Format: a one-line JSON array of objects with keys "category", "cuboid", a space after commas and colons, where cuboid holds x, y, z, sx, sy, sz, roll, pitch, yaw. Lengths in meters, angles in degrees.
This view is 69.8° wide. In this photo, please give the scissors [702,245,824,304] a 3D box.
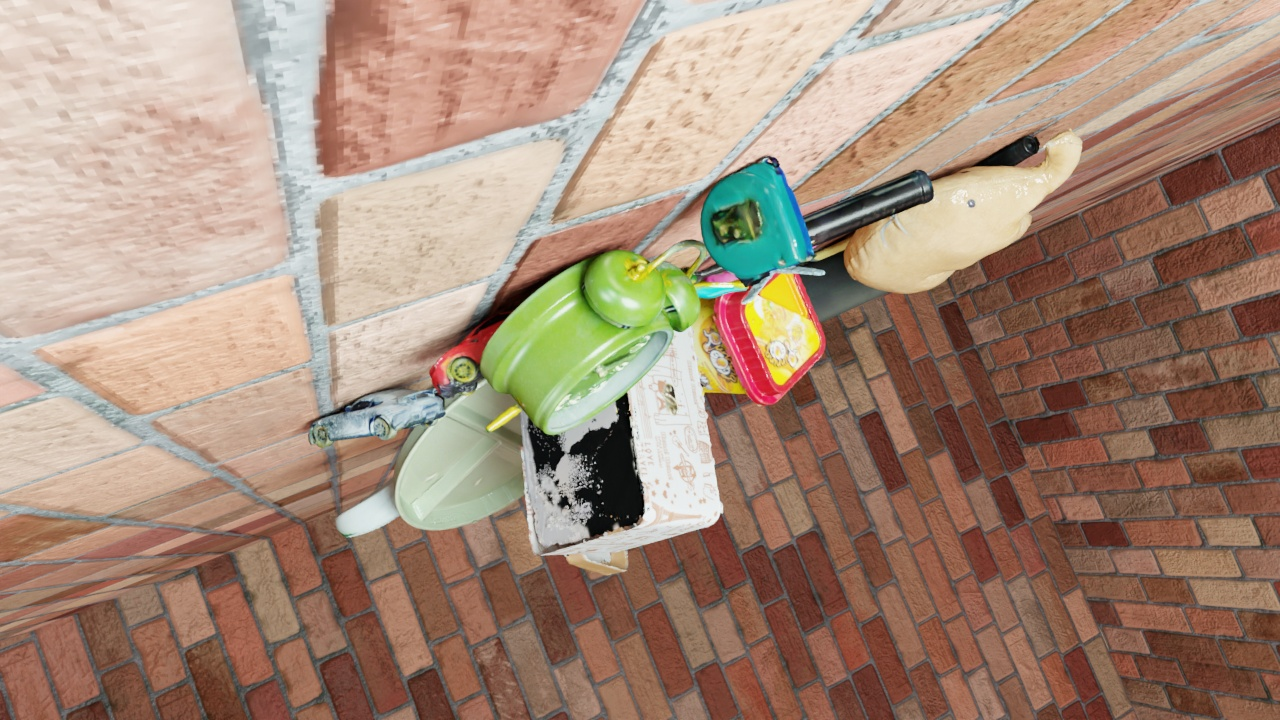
[{"category": "scissors", "cuboid": [0.096, -0.072, 0.723, 0.132, 0.017, 0.133, -8, -155, 32]}]

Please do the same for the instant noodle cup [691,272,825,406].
[{"category": "instant noodle cup", "cuboid": [0.088, -0.023, 0.863, 0.124, 0.116, 0.115, -9, -157, 47]}]

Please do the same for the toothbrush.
[{"category": "toothbrush", "cuboid": [0.120, -0.096, 0.703, 0.212, 0.027, 0.026, -21, 132, 1]}]

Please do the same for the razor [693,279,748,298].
[{"category": "razor", "cuboid": [0.027, -0.049, 0.783, 0.132, 0.028, 0.043, -18, -169, 5]}]

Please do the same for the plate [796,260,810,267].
[{"category": "plate", "cuboid": [0.196, -0.097, 1.117, 0.179, 0.024, 0.179, -22, 177, -1]}]

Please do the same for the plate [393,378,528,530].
[{"category": "plate", "cuboid": [-0.132, 0.072, 0.863, 0.229, 0.027, 0.231, -34, 153, -20]}]

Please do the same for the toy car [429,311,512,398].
[{"category": "toy car", "cuboid": [-0.090, -0.013, 0.599, 0.106, 0.031, 0.049, -33, 176, -15]}]

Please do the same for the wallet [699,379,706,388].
[{"category": "wallet", "cuboid": [-0.005, 0.005, 0.864, 0.096, 0.020, 0.122, 27, 168, -23]}]

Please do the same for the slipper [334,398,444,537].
[{"category": "slipper", "cuboid": [-0.208, 0.083, 0.925, 0.245, 0.074, 0.104, -39, -174, -19]}]

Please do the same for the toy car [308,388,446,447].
[{"category": "toy car", "cuboid": [-0.207, 0.044, 0.715, 0.121, 0.037, 0.054, -13, -178, 31]}]

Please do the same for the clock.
[{"category": "clock", "cuboid": [-0.023, -0.018, 0.557, 0.161, 0.056, 0.116, -44, 166, 17]}]

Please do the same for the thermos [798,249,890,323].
[{"category": "thermos", "cuboid": [0.199, -0.072, 1.025, 0.243, 0.068, 0.090, -25, 150, 20]}]

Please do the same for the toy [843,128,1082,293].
[{"category": "toy", "cuboid": [0.269, -0.121, 0.788, 0.143, 0.082, 0.227, -10, 167, -26]}]

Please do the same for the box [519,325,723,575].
[{"category": "box", "cuboid": [-0.035, 0.068, 0.727, 0.132, 0.179, 0.272, -3, 161, -15]}]

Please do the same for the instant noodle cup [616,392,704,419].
[{"category": "instant noodle cup", "cuboid": [-0.008, 0.022, 0.996, 0.118, 0.118, 0.115, -20, -176, -27]}]

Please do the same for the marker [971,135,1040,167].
[{"category": "marker", "cuboid": [0.294, -0.162, 0.809, 0.022, 0.020, 0.132, -38, -177, -29]}]

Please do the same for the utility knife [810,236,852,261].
[{"category": "utility knife", "cuboid": [0.253, -0.136, 0.921, 0.209, 0.021, 0.030, -17, -176, 42]}]

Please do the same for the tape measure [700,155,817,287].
[{"category": "tape measure", "cuboid": [0.057, -0.069, 0.471, 0.055, 0.058, 0.025, -20, 179, 39]}]
